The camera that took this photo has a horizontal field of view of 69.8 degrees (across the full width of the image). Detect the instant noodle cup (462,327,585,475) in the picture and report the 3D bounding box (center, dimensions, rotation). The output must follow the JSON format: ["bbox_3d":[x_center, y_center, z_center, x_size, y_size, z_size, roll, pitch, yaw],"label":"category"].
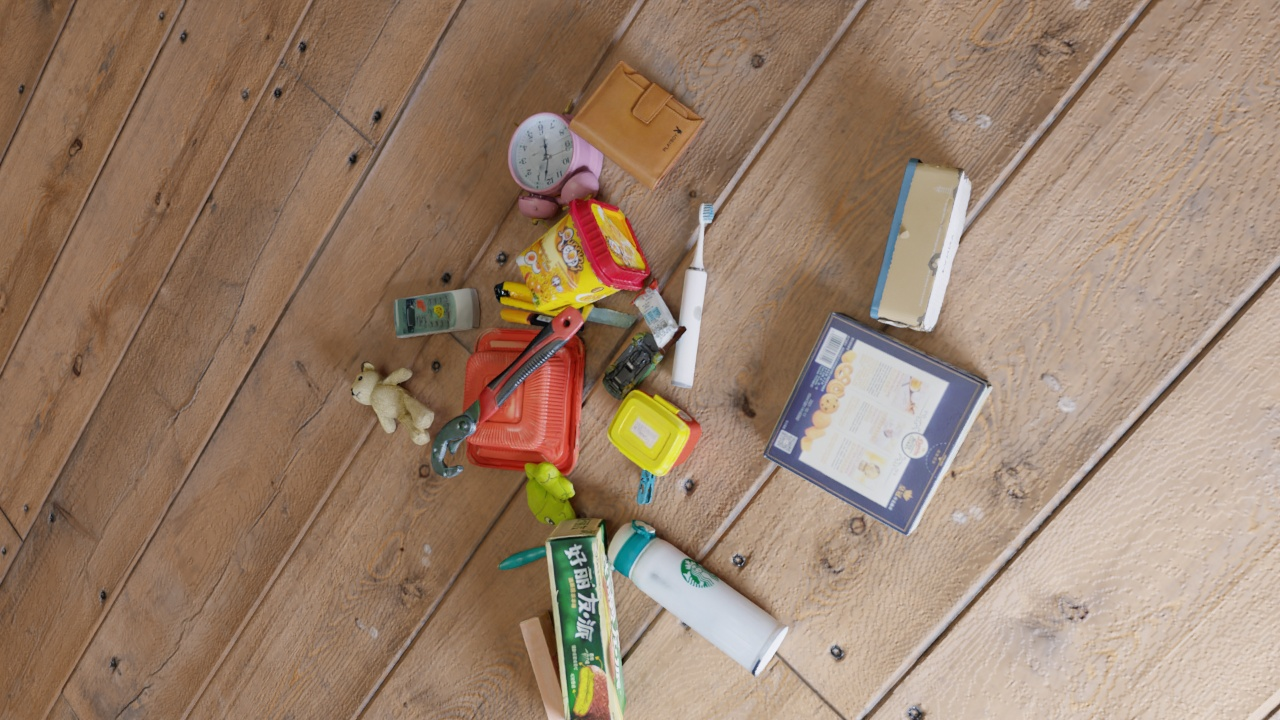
[{"bbox_3d":[-0.158,0.049,1.172,0.165,0.079,0.188,1,85,22],"label":"instant noodle cup"}]

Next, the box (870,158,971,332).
[{"bbox_3d":[0.294,-0.123,0.951,0.060,0.089,0.184,13,93,26],"label":"box"}]

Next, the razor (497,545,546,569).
[{"bbox_3d":[-0.125,0.247,1.178,0.133,0.028,0.043,-21,94,19],"label":"razor"}]

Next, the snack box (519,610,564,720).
[{"bbox_3d":[-0.109,0.393,1.138,0.026,0.084,0.157,-18,80,0],"label":"snack box"}]

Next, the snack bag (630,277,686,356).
[{"bbox_3d":[0.021,-0.054,1.101,0.048,0.026,0.104,-45,52,17],"label":"snack bag"}]

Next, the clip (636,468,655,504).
[{"bbox_3d":[0.008,0.149,1.122,0.014,0.041,0.056,11,87,24],"label":"clip"}]

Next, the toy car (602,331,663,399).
[{"bbox_3d":[-0.007,0.007,1.122,0.043,0.036,0.091,47,108,20],"label":"toy car"}]

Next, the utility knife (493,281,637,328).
[{"bbox_3d":[-0.101,-0.072,1.180,0.217,0.015,0.033,14,98,25],"label":"utility knife"}]

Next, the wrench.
[{"bbox_3d":[-0.168,0.037,1.124,0.274,0.016,0.056,-48,71,11],"label":"wrench"}]

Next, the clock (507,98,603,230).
[{"bbox_3d":[-0.108,-0.239,1.161,0.117,0.059,0.158,-14,84,26],"label":"clock"}]

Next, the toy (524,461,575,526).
[{"bbox_3d":[-0.115,0.170,1.157,0.096,0.031,0.100,42,136,3],"label":"toy"}]

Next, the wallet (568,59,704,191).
[{"bbox_3d":[-0.004,-0.283,1.105,0.132,0.031,0.108,38,88,5],"label":"wallet"}]

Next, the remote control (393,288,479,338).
[{"bbox_3d":[-0.282,-0.065,1.265,0.135,0.019,0.056,-5,87,26],"label":"remote control"}]

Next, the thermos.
[{"bbox_3d":[0.061,0.269,1.069,0.224,0.073,0.073,32,103,23],"label":"thermos"}]

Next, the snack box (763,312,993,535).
[{"bbox_3d":[0.251,0.065,0.991,0.182,0.045,0.178,29,102,23],"label":"snack box"}]

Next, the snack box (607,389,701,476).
[{"bbox_3d":[0.022,0.082,1.083,0.091,0.080,0.082,36,105,22],"label":"snack box"}]

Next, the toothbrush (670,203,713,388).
[{"bbox_3d":[0.063,-0.078,1.095,0.026,0.026,0.221,9,93,32],"label":"toothbrush"}]

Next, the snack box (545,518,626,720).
[{"bbox_3d":[-0.064,0.315,1.088,0.063,0.114,0.240,-7,89,3],"label":"snack box"}]

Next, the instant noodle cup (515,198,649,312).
[{"bbox_3d":[-0.073,-0.119,1.113,0.124,0.116,0.116,-28,77,24],"label":"instant noodle cup"}]

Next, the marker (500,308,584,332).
[{"bbox_3d":[-0.128,-0.051,1.193,0.124,0.018,0.015,10,133,24],"label":"marker"}]

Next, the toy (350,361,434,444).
[{"bbox_3d":[-0.341,0.062,1.266,0.157,0.066,0.105,31,119,30],"label":"toy"}]
